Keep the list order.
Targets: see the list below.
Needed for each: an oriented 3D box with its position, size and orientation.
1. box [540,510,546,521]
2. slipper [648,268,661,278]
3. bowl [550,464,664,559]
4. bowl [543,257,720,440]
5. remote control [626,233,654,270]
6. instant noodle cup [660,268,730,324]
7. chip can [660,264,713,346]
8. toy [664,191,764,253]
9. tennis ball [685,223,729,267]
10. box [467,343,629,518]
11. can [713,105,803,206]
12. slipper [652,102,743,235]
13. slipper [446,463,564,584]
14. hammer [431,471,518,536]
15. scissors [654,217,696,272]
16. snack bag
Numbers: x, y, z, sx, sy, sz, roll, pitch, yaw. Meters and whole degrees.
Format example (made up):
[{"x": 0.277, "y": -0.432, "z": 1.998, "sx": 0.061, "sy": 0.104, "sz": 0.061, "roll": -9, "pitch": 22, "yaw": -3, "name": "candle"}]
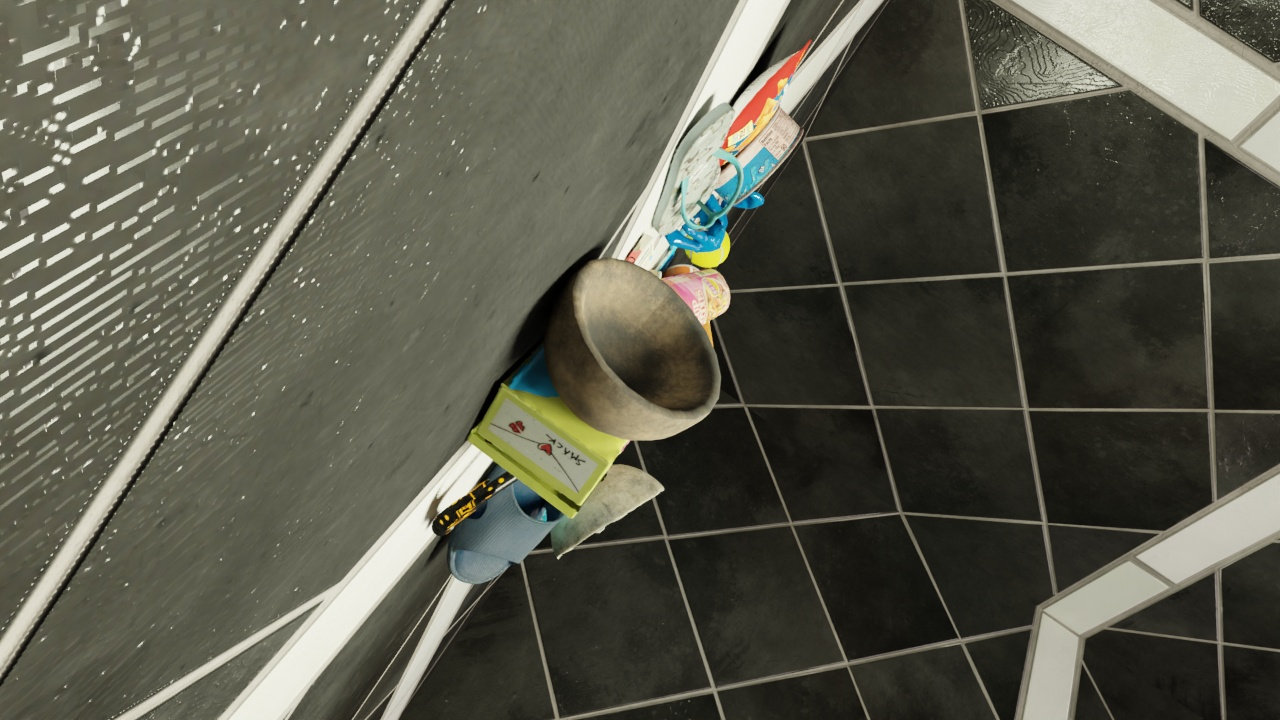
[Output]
[{"x": -0.155, "y": 0.195, "z": 1.225, "sx": 0.169, "sy": 0.086, "sz": 0.228, "roll": -46, "pitch": 174, "yaw": -22, "name": "box"}, {"x": -0.008, "y": 0.007, "z": 1.261, "sx": 0.114, "sy": 0.054, "sz": 0.273, "roll": -90, "pitch": -165, "yaw": -70, "name": "slipper"}, {"x": -0.061, "y": 0.196, "z": 1.277, "sx": 0.178, "sy": 0.081, "sz": 0.178, "roll": -33, "pitch": 174, "yaw": -4, "name": "bowl"}, {"x": -0.014, "y": -0.002, "z": 0.778, "sx": 0.070, "sy": 0.162, "sz": 0.161, "roll": -39, "pitch": -173, "yaw": 35, "name": "bowl"}, {"x": 0.000, "y": -0.115, "z": 1.050, "sx": 0.038, "sy": 0.018, "sz": 0.125, "roll": -55, "pitch": 176, "yaw": -4, "name": "remote control"}, {"x": 0.067, "y": -0.084, "z": 1.318, "sx": 0.108, "sy": 0.097, "sz": 0.098, "roll": -22, "pitch": 157, "yaw": -35, "name": "instant noodle cup"}, {"x": 0.070, "y": -0.050, "z": 1.398, "sx": 0.214, "sy": 0.075, "sz": 0.075, "roll": -94, "pitch": -153, "yaw": -44, "name": "chip can"}, {"x": 0.094, "y": -0.184, "z": 1.203, "sx": 0.113, "sy": 0.071, "sz": 0.175, "roll": -26, "pitch": -168, "yaw": 34, "name": "toy"}, {"x": 0.097, "y": -0.168, "z": 1.331, "sx": 0.065, "sy": 0.065, "sz": 0.065, "roll": -55, "pitch": 177, "yaw": -5, "name": "tennis ball"}, {"x": -0.049, "y": 0.029, "z": 0.862, "sx": 0.083, "sy": 0.124, "sz": 0.220, "roll": -55, "pitch": 180, "yaw": 34, "name": "box"}, {"x": 0.138, "y": -0.253, "z": 1.131, "sx": 0.130, "sy": 0.044, "sz": 0.129, "roll": -46, "pitch": -167, "yaw": 13, "name": "can"}, {"x": 0.063, "y": -0.177, "z": 0.958, "sx": 0.098, "sy": 0.055, "sz": 0.269, "roll": -43, "pitch": 173, "yaw": -6, "name": "slipper"}, {"x": -0.122, "y": 0.154, "z": 1.057, "sx": 0.082, "sy": 0.101, "sz": 0.263, "roll": 30, "pitch": -90, "yaw": 49, "name": "slipper"}, {"x": -0.073, "y": 0.079, "z": 0.940, "sx": 0.319, "sy": 0.036, "sz": 0.124, "roll": -33, "pitch": 176, "yaw": -31, "name": "hammer"}, {"x": 0.052, "y": -0.170, "z": 1.334, "sx": 0.133, "sy": 0.011, "sz": 0.140, "roll": -57, "pitch": 179, "yaw": -20, "name": "scissors"}, {"x": 0.126, "y": -0.278, "z": 1.024, "sx": 0.144, "sy": 0.039, "sz": 0.131, "roll": -49, "pitch": 178, "yaw": -11, "name": "snack bag"}]
